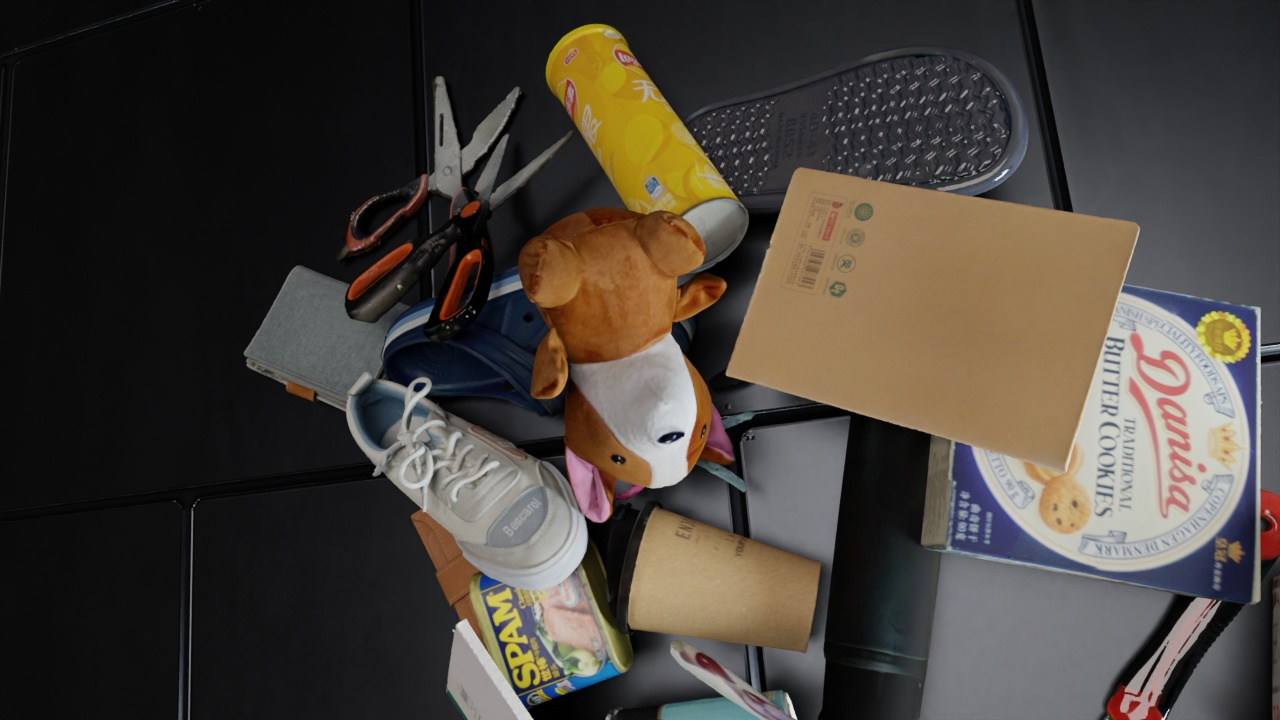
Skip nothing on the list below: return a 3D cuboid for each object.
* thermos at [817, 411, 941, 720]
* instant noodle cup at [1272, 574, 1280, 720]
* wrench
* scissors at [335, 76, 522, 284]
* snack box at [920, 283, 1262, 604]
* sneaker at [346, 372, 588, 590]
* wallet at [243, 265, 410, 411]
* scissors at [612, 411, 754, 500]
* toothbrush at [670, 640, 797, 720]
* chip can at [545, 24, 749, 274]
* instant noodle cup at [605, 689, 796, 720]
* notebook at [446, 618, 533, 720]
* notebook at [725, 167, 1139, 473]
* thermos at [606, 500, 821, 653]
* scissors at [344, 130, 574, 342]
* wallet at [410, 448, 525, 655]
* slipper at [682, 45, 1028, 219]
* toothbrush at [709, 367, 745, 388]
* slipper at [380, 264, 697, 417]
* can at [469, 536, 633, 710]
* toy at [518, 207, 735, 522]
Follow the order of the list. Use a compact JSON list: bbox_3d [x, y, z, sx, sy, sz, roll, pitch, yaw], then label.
[{"bbox_3d":[0.164,0.119,0.599,0.069,0.090,0.242,2,75,34],"label":"thermos"},{"bbox_3d":[0.403,0.176,0.495,0.117,0.116,0.124,1,69,18],"label":"instant noodle cup"},{"bbox_3d":[0.320,0.200,0.562,0.056,0.016,0.273,28,90,21],"label":"wrench"},{"bbox_3d":[-0.168,-0.141,0.787,0.223,0.015,0.189,-43,70,6],"label":"scissors"},{"bbox_3d":[0.274,0.040,0.555,0.182,0.046,0.177,10,76,1],"label":"snack box"},{"bbox_3d":[-0.132,0.072,0.655,0.242,0.091,0.089,26,63,40],"label":"sneaker"},{"bbox_3d":[-0.264,-0.015,0.784,0.130,0.037,0.106,20,76,19],"label":"wallet"},{"bbox_3d":[0.020,0.063,0.664,0.133,0.017,0.134,33,59,30],"label":"scissors"},{"bbox_3d":[0.092,0.220,0.554,0.188,0.017,0.016,26,54,32],"label":"toothbrush"},{"bbox_3d":[0.000,-0.160,0.681,0.072,0.072,0.213,-34,58,9],"label":"chip can"},{"bbox_3d":[0.049,0.269,0.597,0.120,0.111,0.111,-15,75,6],"label":"instant noodle cup"},{"bbox_3d":[-0.070,0.286,0.618,0.012,0.151,0.209,-29,66,-30],"label":"notebook"},{"bbox_3d":[0.167,-0.033,0.553,0.208,0.008,0.147,16,84,28],"label":"notebook"},{"bbox_3d":[0.047,0.151,0.626,0.143,0.093,0.093,10,83,12],"label":"thermos"},{"bbox_3d":[-0.136,-0.092,0.702,0.221,0.022,0.231,-29,41,12],"label":"scissors"},{"bbox_3d":[-0.106,0.150,0.705,0.108,0.031,0.131,-32,71,8],"label":"wallet"},{"bbox_3d":[0.143,-0.149,0.659,0.269,0.083,0.110,2,80,38],"label":"slipper"},{"bbox_3d":[0.139,-0.015,0.666,0.189,0.018,0.014,-21,75,10],"label":"toothbrush"},{"bbox_3d":[-0.086,-0.008,0.681,0.253,0.105,0.095,-9,55,20],"label":"slipper"},{"bbox_3d":[-0.061,0.182,0.642,0.083,0.057,0.102,-23,81,9],"label":"can"},{"bbox_3d":[-0.003,0.003,0.585,0.140,0.130,0.200,-15,117,-12],"label":"toy"}]
